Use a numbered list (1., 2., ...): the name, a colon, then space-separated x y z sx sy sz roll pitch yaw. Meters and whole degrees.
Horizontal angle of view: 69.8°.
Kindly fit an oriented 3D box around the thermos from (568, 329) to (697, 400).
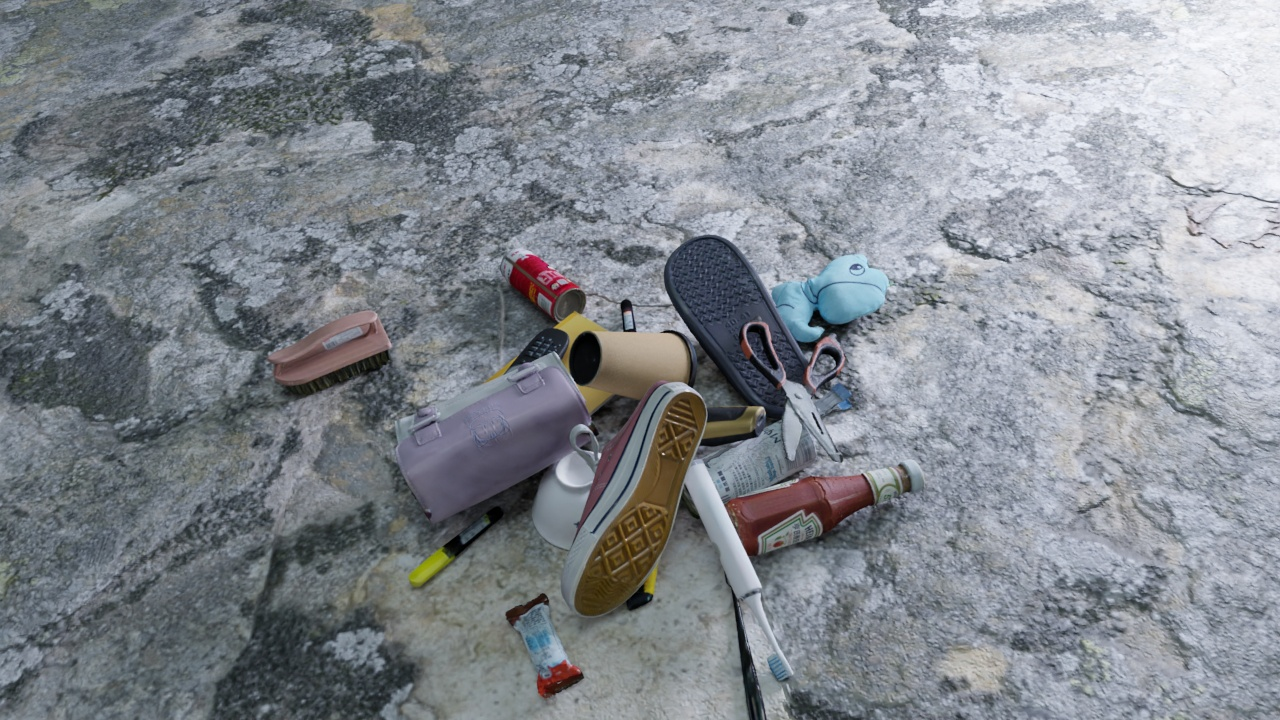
1. thermos: -0.006 0.006 1.033 0.143 0.093 0.093 7 31 -39

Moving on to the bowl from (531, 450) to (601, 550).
1. bowl: -0.061 0.134 0.967 0.118 0.065 0.118 -4 43 4

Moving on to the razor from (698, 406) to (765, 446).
1. razor: 0.062 0.068 0.984 0.168 0.067 0.062 -9 30 43

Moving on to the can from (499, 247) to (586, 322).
1. can: -0.132 -0.102 1.230 0.053 0.053 0.133 -32 49 -24

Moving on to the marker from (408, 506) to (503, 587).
1. marker: -0.191 0.193 0.960 0.018 0.015 0.123 29 51 31

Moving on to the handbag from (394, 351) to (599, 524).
1. handbag: -0.155 0.076 0.976 0.197 0.098 0.145 -26 25 -9

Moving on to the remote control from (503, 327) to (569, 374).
1. remote control: -0.132 0.014 1.103 0.053 0.024 0.136 18 55 26

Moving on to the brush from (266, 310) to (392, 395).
1. brush: -0.391 -0.010 1.155 0.145 0.073 0.063 -24 47 -14

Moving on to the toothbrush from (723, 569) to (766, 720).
1. toothbrush: 0.096 0.262 0.849 0.015 0.018 0.180 -5 45 -2

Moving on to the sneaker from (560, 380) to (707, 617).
1. sneaker: -0.018 0.128 0.896 0.088 0.118 0.241 19 85 53

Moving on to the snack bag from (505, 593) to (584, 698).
1. snack bag: -0.092 0.266 0.861 0.045 0.026 0.105 -28 46 -8

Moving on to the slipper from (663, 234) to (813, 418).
1. slipper: 0.113 -0.033 1.118 0.110 0.083 0.268 -24 64 -12

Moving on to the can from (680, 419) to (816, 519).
1. can: 0.112 0.113 0.970 0.146 0.058 0.058 -23 46 -16

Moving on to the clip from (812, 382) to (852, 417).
1. clip: 0.213 0.051 1.051 0.058 0.044 0.027 -28 53 -8

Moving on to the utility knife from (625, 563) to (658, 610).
1. utility knife: 0.007 0.177 0.947 0.033 0.015 0.177 2 44 10

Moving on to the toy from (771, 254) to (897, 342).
1. toy: 0.243 -0.081 1.164 0.156 0.050 0.161 5 50 16

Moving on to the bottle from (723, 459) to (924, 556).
1. bottle: 0.188 0.144 0.930 0.206 0.060 0.059 -15 44 -9

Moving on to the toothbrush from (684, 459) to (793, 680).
1. toothbrush: 0.092 0.195 0.873 0.026 0.027 0.221 -25 64 1

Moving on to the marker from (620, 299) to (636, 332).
1. marker: -0.014 -0.038 1.176 0.018 0.015 0.123 -11 42 3

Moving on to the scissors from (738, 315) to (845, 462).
1. scissors: 0.171 0.024 1.004 0.189 0.015 0.223 34 46 22

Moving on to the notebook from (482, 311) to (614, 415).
1. notebook: -0.105 0.029 1.109 0.146 0.010 0.205 31 60 34
